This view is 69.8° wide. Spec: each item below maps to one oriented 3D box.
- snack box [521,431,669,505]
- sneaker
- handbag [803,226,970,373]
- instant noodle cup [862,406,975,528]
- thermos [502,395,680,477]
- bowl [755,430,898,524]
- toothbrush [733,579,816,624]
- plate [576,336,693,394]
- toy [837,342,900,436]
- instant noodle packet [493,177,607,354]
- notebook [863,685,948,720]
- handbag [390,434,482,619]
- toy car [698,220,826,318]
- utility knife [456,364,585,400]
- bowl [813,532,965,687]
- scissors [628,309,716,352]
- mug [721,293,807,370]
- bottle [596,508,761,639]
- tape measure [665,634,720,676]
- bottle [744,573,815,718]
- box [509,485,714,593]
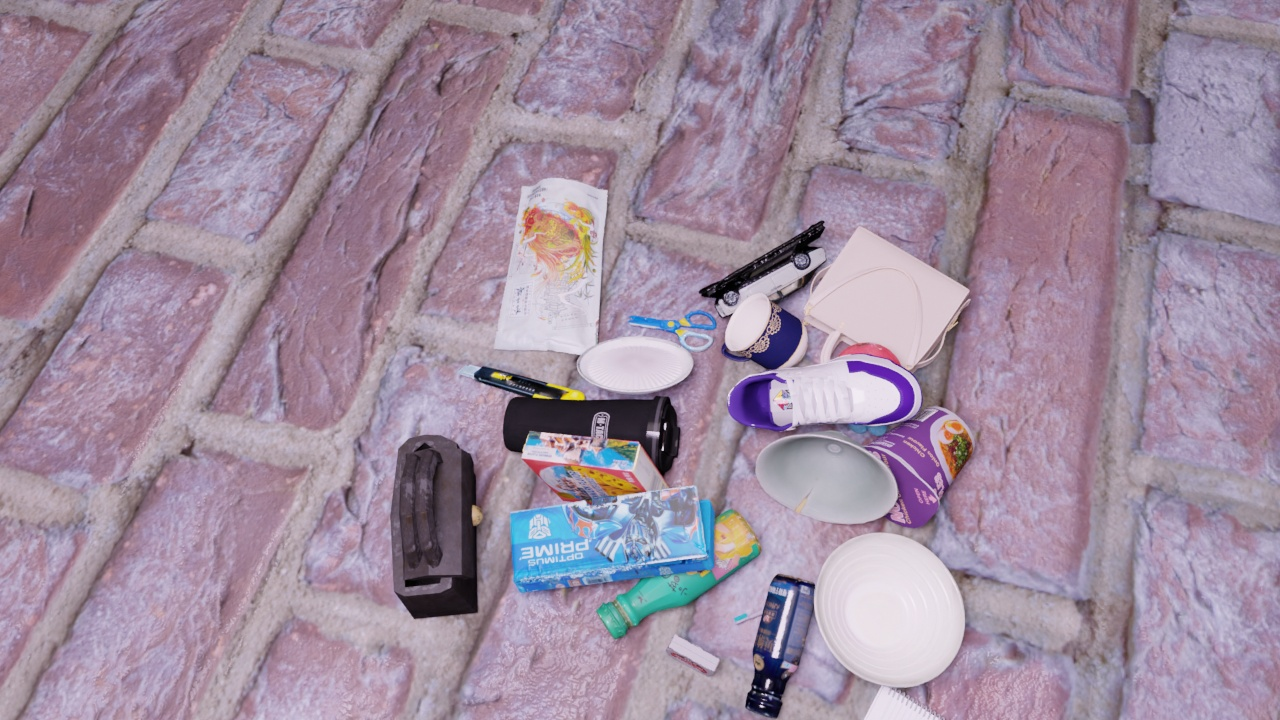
[{"bbox_3d":[-0.052,0.138,1.122,0.145,0.142,0.040,4,63,21],"label":"snack box"},{"bbox_3d":[0.214,0.045,1.132,0.245,0.111,0.092,-5,92,36],"label":"sneaker"},{"bbox_3d":[0.315,-0.053,1.255,0.194,0.101,0.197,35,82,18],"label":"handbag"},{"bbox_3d":[0.352,0.124,1.143,0.121,0.137,0.122,-35,112,-25],"label":"instant noodle cup"},{"bbox_3d":[-0.063,0.092,1.191,0.219,0.106,0.105,4,63,11],"label":"thermos"},{"bbox_3d":[0.230,0.124,1.121,0.174,0.175,0.067,16,52,11],"label":"bowl"},{"bbox_3d":[0.201,0.284,1.121,0.188,0.018,0.019,-21,73,-8],"label":"toothbrush"},{"bbox_3d":[-0.007,0.007,1.234,0.157,0.014,0.156,-1,28,0],"label":"plate"},{"bbox_3d":[0.293,0.038,1.189,0.092,0.133,0.062,10,24,38],"label":"toy"},{"bbox_3d":[-0.125,-0.137,1.335,0.147,0.057,0.268,2,68,5],"label":"instant noodle packet"},{"bbox_3d":[0.340,0.500,1.010,0.246,0.013,0.177,29,70,16],"label":"notebook"},{"bbox_3d":[-0.240,0.186,1.092,0.102,0.200,0.197,-6,64,-1],"label":"handbag"},{"bbox_3d":[0.181,-0.117,1.283,0.192,0.094,0.071,-29,91,1],"label":"toy car"},{"bbox_3d":[-0.166,0.035,1.267,0.188,0.020,0.028,14,63,11],"label":"utility knife"},{"bbox_3d":[0.286,0.297,1.083,0.176,0.058,0.176,2,65,-4],"label":"bowl"},{"bbox_3d":[0.044,-0.053,1.304,0.131,0.022,0.070,12,66,12],"label":"scissors"},{"bbox_3d":[0.168,-0.025,1.247,0.089,0.112,0.085,29,43,-25],"label":"mug"},{"bbox_3d":[0.045,0.262,1.112,0.209,0.068,0.068,-31,66,-13],"label":"bottle"},{"bbox_3d":[0.061,0.345,1.074,0.060,0.062,0.020,27,67,9],"label":"tape measure"},{"bbox_3d":[0.161,0.332,1.069,0.056,0.056,0.160,15,78,10],"label":"bottle"},{"bbox_3d":[-0.039,0.207,1.091,0.244,0.085,0.091,-11,38,14],"label":"box"}]
